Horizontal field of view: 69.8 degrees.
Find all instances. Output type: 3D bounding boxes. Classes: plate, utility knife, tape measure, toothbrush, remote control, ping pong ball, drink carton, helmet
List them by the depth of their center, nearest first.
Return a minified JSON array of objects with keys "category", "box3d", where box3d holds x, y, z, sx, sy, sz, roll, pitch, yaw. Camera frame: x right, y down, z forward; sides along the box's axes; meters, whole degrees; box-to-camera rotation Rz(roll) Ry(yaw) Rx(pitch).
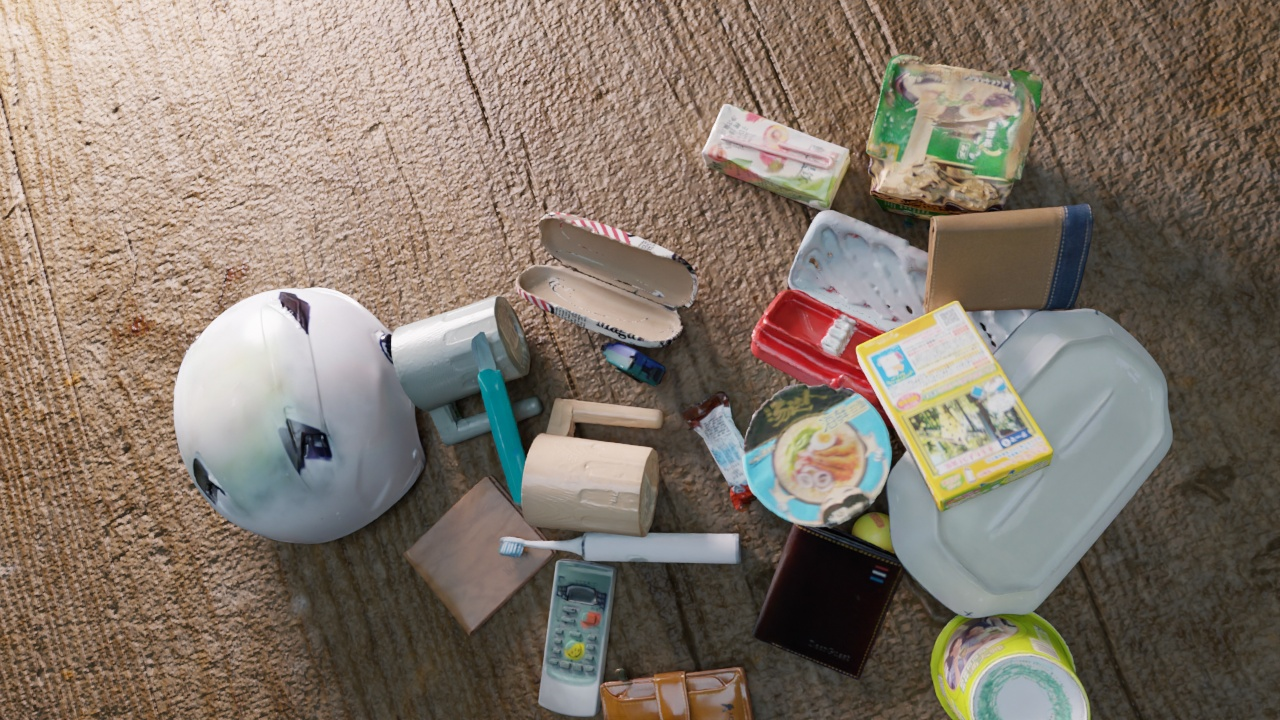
[{"category":"plate","box3d":[0.310,0.079,0.709,0.162,0.034,0.265,45,84,-2]},{"category":"ping pong ball","box3d":[0.197,0.147,0.766,0.040,0.040,0.040,-1,84,14]},{"category":"drink carton","box3d":[0.120,-0.180,0.816,0.122,0.045,0.053,25,89,15]},{"category":"toothbrush","box3d":[-0.021,0.167,0.821,0.221,0.027,0.026,-1,53,11]},{"category":"tape measure","box3d":[-0.005,0.005,0.823,0.058,0.054,0.025,27,88,56]},{"category":"utility knife","box3d":[-0.121,0.059,0.828,0.029,0.013,0.185,-7,113,14]},{"category":"remote control","box3d":[-0.057,0.250,0.829,0.056,0.019,0.135,7,86,14]},{"category":"helmet","box3d":[-0.338,0.045,0.855,0.229,0.146,0.258,-20,80,11]}]

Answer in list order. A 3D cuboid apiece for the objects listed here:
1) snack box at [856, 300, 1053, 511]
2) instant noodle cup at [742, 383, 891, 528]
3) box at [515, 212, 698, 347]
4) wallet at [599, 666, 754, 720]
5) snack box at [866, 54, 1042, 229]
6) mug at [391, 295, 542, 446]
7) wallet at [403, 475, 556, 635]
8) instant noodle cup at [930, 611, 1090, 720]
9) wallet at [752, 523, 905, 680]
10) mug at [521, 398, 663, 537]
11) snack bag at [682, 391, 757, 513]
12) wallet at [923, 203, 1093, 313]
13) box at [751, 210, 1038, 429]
[{"category":"snack box","box3d":[0.232,0.032,0.689,0.087,0.034,0.140,-26,59,6]},{"category":"instant noodle cup","box3d":[0.145,0.078,0.745,0.111,0.120,0.111,-2,82,14]},{"category":"box","box3d":[-0.033,-0.068,0.827,0.162,0.076,0.086,22,59,13]},{"category":"wallet","box3d":[0.034,0.318,0.796,0.131,0.035,0.119,-11,87,12]},{"category":"snack box","box3d":[0.248,-0.169,0.753,0.118,0.105,0.117,15,86,14]},{"category":"mug","box3d":[-0.158,0.010,0.856,0.103,0.083,0.124,-19,107,10]},{"category":"wallet","box3d":[-0.151,0.181,0.861,0.115,0.020,0.101,-45,78,3]},{"category":"instant noodle cup","box3d":[0.281,0.249,0.691,0.112,0.123,0.111,-1,84,14]},{"category":"wallet","box3d":[0.156,0.198,0.763,0.096,0.020,0.122,22,112,16]},{"category":"mug","box3d":[-0.038,0.094,0.818,0.104,0.084,0.124,5,59,13]},{"category":"snack bag","box3d":[0.079,0.080,0.809,0.045,0.026,0.105,-33,77,18]},{"category":"wallet","box3d":[0.280,-0.076,0.707,0.115,0.090,0.033,-4,40,6]},{"category":"box","box3d":[0.209,-0.024,0.772,0.201,0.069,0.157,27,83,14]}]
